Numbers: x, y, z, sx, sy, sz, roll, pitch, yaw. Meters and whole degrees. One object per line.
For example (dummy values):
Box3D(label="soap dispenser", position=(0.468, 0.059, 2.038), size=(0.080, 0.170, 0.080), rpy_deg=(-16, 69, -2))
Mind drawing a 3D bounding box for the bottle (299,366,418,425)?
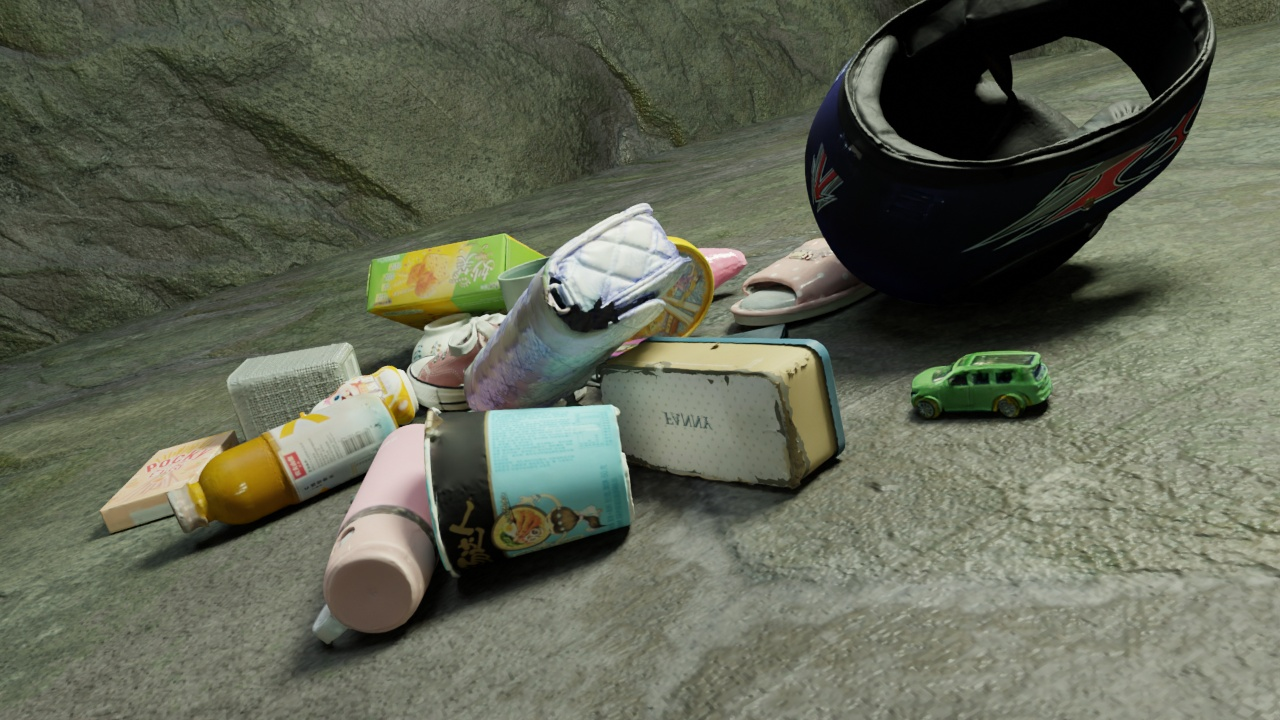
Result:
Box3D(label="bottle", position=(-0.278, 0.049, 0.907), size=(0.108, 0.063, 0.063), rpy_deg=(-22, 19, -20))

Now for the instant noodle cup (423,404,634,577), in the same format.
Box3D(label="instant noodle cup", position=(-0.068, 0.075, 0.588), size=(0.120, 0.111, 0.111), rpy_deg=(-9, 17, -3))

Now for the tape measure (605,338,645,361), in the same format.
Box3D(label="tape measure", position=(-0.005, 0.005, 0.848), size=(0.057, 0.039, 0.058), rpy_deg=(-16, 12, -2))

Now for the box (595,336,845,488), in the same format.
Box3D(label="box", position=(0.055, 0.032, 0.630), size=(0.185, 0.090, 0.060), rpy_deg=(4, 24, 42))

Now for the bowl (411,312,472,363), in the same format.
Box3D(label="bowl", position=(-0.214, -0.018, 1.062), size=(0.113, 0.062, 0.113), rpy_deg=(-13, 19, 5))

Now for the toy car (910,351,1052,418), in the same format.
Box3D(label="toy car", position=(0.228, 0.016, 0.620), size=(0.091, 0.036, 0.043), rpy_deg=(-8, 20, 34))

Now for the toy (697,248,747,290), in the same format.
Box3D(label="toy", position=(0.029, -0.099, 1.079), size=(0.195, 0.075, 0.178), rpy_deg=(-6, 28, 19))

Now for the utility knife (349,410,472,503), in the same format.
Box3D(label="utility knife", position=(-0.154, 0.058, 0.785), size=(0.216, 0.013, 0.029), rpy_deg=(-38, 48, -27))

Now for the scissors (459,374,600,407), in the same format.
Box3D(label="scissors", position=(-0.066, 0.027, 0.785), size=(0.181, 0.014, 0.159), rpy_deg=(-6, 33, -6))

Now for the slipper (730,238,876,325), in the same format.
Box3D(label="slipper", position=(0.208, -0.102, 0.967), size=(0.273, 0.054, 0.114), rpy_deg=(-24, 19, -26))

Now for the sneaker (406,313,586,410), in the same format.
Box3D(label="sneaker", position=(-0.154, -0.003, 0.916), size=(0.242, 0.088, 0.118), rpy_deg=(2, 25, 42))

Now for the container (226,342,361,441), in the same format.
Box3D(label="container", position=(-0.358, 0.037, 0.975), size=(0.114, 0.090, 0.090), rpy_deg=(-13, 18, -3))

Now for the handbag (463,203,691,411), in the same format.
Box3D(label="handbag", position=(-0.050, -0.027, 0.686), size=(0.133, 0.075, 0.194), rpy_deg=(-34, -6, -34))

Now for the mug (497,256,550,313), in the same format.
Box3D(label="mug", position=(-0.090, -0.050, 0.974), size=(0.082, 0.106, 0.112), rpy_deg=(-27, 20, -36))

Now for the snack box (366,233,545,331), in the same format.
Box3D(label="snack box", position=(-0.202, -0.083, 1.117), size=(0.210, 0.070, 0.157), rpy_deg=(-5, -15, 29))

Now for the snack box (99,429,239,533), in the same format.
Box3D(label="snack box", position=(-0.464, 0.117, 0.917), size=(0.084, 0.026, 0.157), rpy_deg=(-17, 18, -4))

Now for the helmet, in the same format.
Box3D(label="helmet", position=(0.303, -0.177, 0.801), size=(0.315, 0.240, 0.247), rpy_deg=(-19, 62, 2))

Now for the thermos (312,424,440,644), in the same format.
Box3D(label="thermos", position=(-0.170, 0.114, 0.622), size=(0.087, 0.067, 0.198), rpy_deg=(-45, 16, 10))

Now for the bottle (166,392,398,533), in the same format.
Box3D(label="bottle", position=(-0.303, 0.090, 0.789), size=(0.189, 0.068, 0.068), rpy_deg=(-25, 20, -27))

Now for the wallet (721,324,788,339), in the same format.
Box3D(label="wallet", position=(0.082, -0.003, 0.834), size=(0.097, 0.019, 0.120), rpy_deg=(-11, 16, 17))

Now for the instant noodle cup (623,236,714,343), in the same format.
Box3D(label="instant noodle cup", position=(-0.002, -0.087, 0.947), size=(0.118, 0.119, 0.114), rpy_deg=(-21, 36, -16))
